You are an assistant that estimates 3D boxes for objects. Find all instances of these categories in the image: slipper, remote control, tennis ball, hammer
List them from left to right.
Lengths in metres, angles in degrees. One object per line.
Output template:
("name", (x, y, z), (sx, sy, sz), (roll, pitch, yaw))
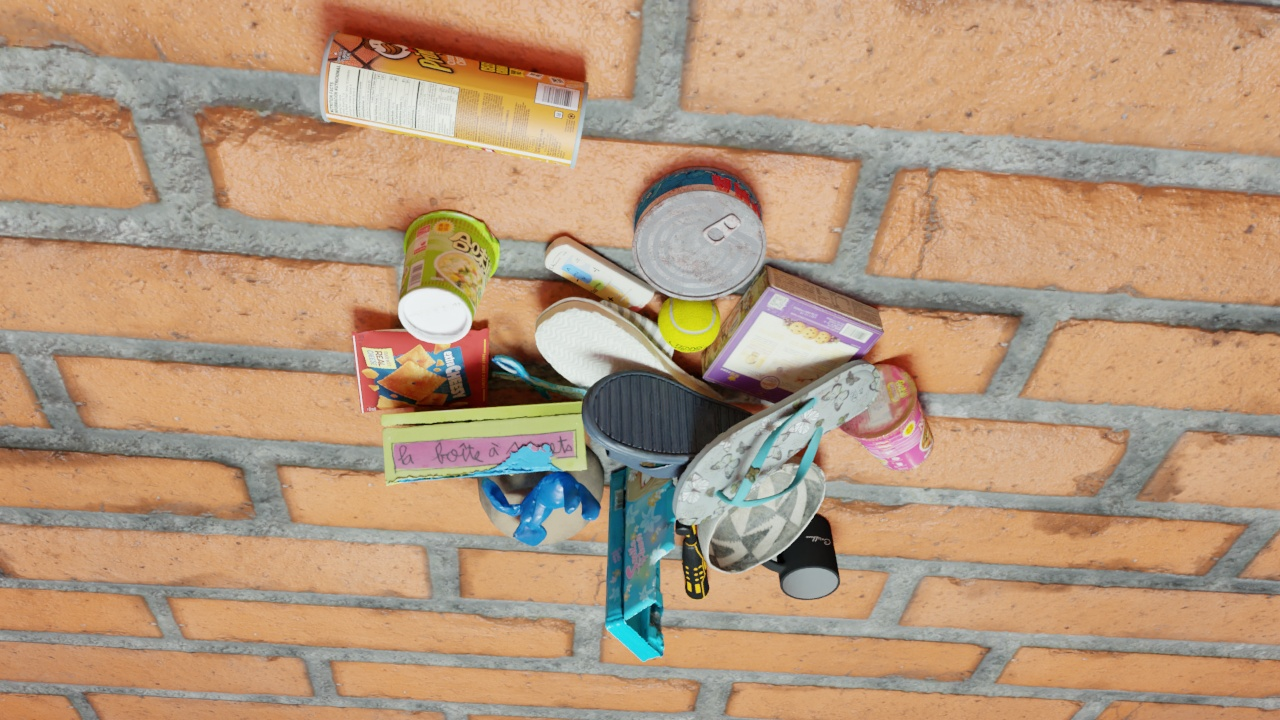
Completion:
("remote control", (-0.042, -0.087, 0.954), (0.125, 0.018, 0.038), (28, 127, -26))
("slipper", (-0.006, 0.006, 1.018), (0.115, 0.054, 0.272), (-29, 135, 27))
("slipper", (0.032, 0.081, 1.009), (0.263, 0.101, 0.083), (15, 149, -35))
("tennis ball", (0.051, -0.041, 0.963), (0.065, 0.065, 0.065), (0, 133, 0))
("hammer", (0.067, 0.235, 1.209), (0.036, 0.123, 0.321), (-1, 143, 7))
("slipper", (0.150, 0.090, 0.969), (0.268, 0.054, 0.098), (-35, 130, -5))

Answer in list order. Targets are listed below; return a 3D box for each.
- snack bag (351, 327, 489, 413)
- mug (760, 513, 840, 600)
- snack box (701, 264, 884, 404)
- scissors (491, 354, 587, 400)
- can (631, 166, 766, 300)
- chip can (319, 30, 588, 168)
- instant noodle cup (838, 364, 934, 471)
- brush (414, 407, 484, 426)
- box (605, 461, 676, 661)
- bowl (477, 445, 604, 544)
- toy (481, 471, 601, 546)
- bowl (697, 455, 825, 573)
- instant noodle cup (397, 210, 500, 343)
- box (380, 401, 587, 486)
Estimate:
("snack bag", (-0.244, 0.011, 1.031), (0.144, 0.039, 0.131), (-2, 136, -12))
("mug", (0.205, 0.257, 1.223), (0.113, 0.087, 0.078), (15, 131, -13))
("snack box", (0.163, -0.017, 1.001), (0.143, 0.040, 0.148), (20, 130, -17))
("scissors", (-0.117, 0.022, 1.021), (0.134, 0.011, 0.139), (12, 164, 28))
("can", (0.057, -0.123, 0.901), (0.130, 0.044, 0.130), (0, 133, 0))
("chip can", (-0.157, -0.223, 0.789), (0.215, 0.075, 0.075), (9, 132, -8))
("instant noodle cup", (0.287, 0.073, 1.054), (0.098, 0.097, 0.108), (-25, 135, 22))
("brush", (-0.210, 0.080, 1.111), (0.126, 0.017, 0.048), (2, 133, -1))
("box", (-0.002, 0.217, 1.094), (0.086, 0.226, 0.170), (4, 133, -3))
("bowl", (-0.127, 0.169, 1.157), (0.162, 0.070, 0.162), (0, 133, 0))
("toy", (-0.113, 0.162, 1.050), (0.112, 0.070, 0.177), (32, 145, -27))
("bowl", (0.136, 0.175, 1.141), (0.178, 0.081, 0.179), (-20, 133, -23))
("instant noodle cup", (-0.194, -0.077, 0.904), (0.099, 0.107, 0.099), (1, 134, 1))
("box", (-0.168, 0.090, 1.029), (0.221, 0.083, 0.124), (-6, 176, -3))
